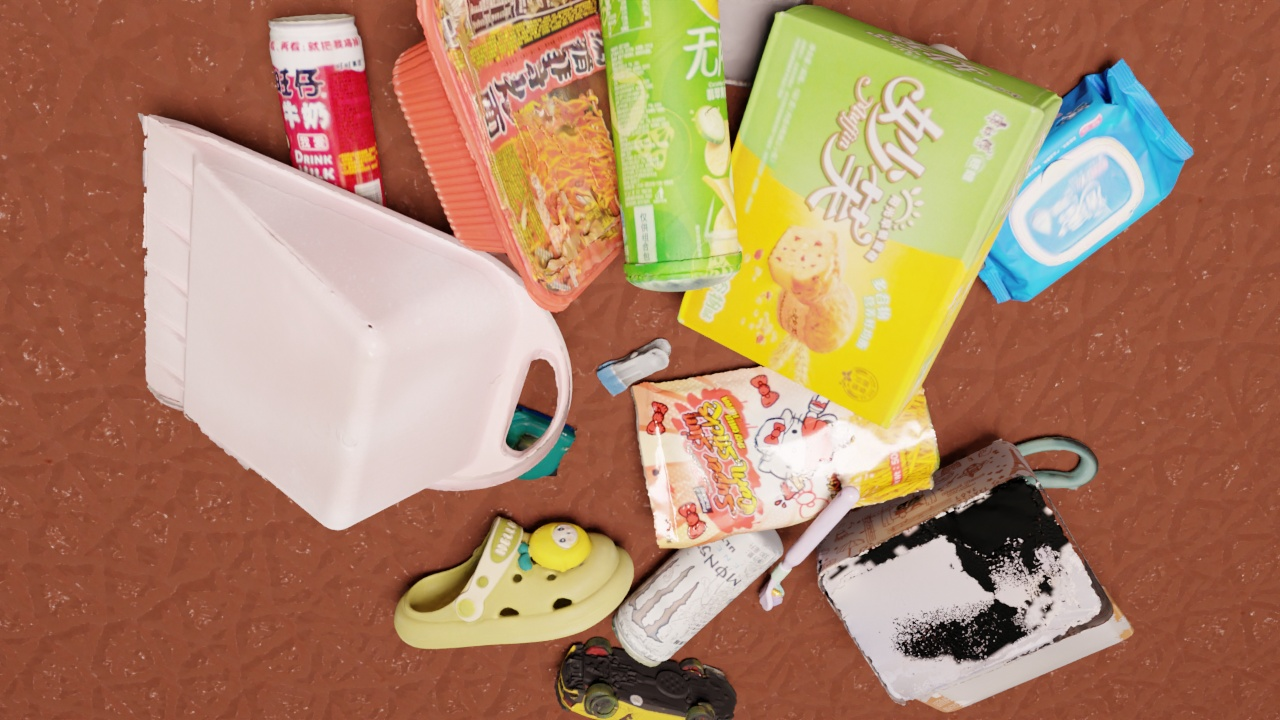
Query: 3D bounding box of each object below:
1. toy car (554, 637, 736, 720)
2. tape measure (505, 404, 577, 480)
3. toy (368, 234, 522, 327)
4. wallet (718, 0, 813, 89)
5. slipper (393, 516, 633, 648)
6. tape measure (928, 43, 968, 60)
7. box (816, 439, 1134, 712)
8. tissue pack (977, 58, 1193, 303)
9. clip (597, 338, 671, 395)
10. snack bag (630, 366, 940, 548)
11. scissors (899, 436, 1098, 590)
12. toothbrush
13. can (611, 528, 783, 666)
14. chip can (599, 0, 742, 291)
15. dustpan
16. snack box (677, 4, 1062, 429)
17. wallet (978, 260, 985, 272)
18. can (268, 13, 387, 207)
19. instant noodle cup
[{"bbox_3d":[0.006,0.279,0.770,0.155,0.071,0.041,14,112,-11],"label":"toy car"},{"bbox_3d":[-0.083,0.064,0.687,0.058,0.025,0.055,25,110,-14],"label":"tape measure"},{"bbox_3d":[-0.154,-0.032,0.624,0.159,0.054,0.121,8,118,0],"label":"toy"},{"bbox_3d":[0.060,-0.232,0.562,0.096,0.020,0.122,9,116,-3],"label":"wallet"},{"bbox_3d":[-0.102,0.165,0.701,0.190,0.091,0.082,-12,113,5],"label":"slipper"},{"bbox_3d":[0.185,-0.162,0.576,0.033,0.066,0.066,-34,117,-11],"label":"tape measure"},{"bbox_3d":[0.271,0.198,0.718,0.179,0.124,0.274,-31,120,17],"label":"box"},{"bbox_3d":[0.284,-0.115,0.615,0.157,0.052,0.095,-41,112,14],"label":"tissue pack"},{"bbox_3d":[-0.004,0.003,0.670,0.057,0.029,0.025,-28,112,20],"label":"clip"},{"bbox_3d":[0.104,0.062,0.674,0.208,0.073,0.128,-11,91,1],"label":"snack bag"},{"bbox_3d":[0.295,0.139,0.755,0.172,0.019,0.179,-19,116,3],"label":"scissors"},{"bbox_3d":[0.125,0.143,0.692,0.021,0.029,0.190,22,143,3],"label":"toothbrush"},{"bbox_3d":[0.045,0.178,0.732,0.058,0.058,0.147,38,107,-19],"label":"can"},{"bbox_3d":[0.016,-0.151,0.527,0.072,0.072,0.221,-6,99,-2],"label":"chip can"},{"bbox_3d":[-0.190,-0.012,0.607,0.273,0.138,0.223,39,129,17],"label":"dustpan"},{"bbox_3d":[0.128,-0.086,0.558,0.158,0.069,0.210,29,122,19],"label":"snack box"},{"bbox_3d":[0.162,-0.091,0.613,0.097,0.019,0.121,-18,121,35],"label":"wallet"},{"bbox_3d":[-0.191,-0.141,0.566,0.053,0.053,0.133,-3,116,-3],"label":"can"},{"bbox_3d":[-0.065,-0.137,0.533,0.079,0.164,0.189,-4,118,31],"label":"instant noodle cup"}]
